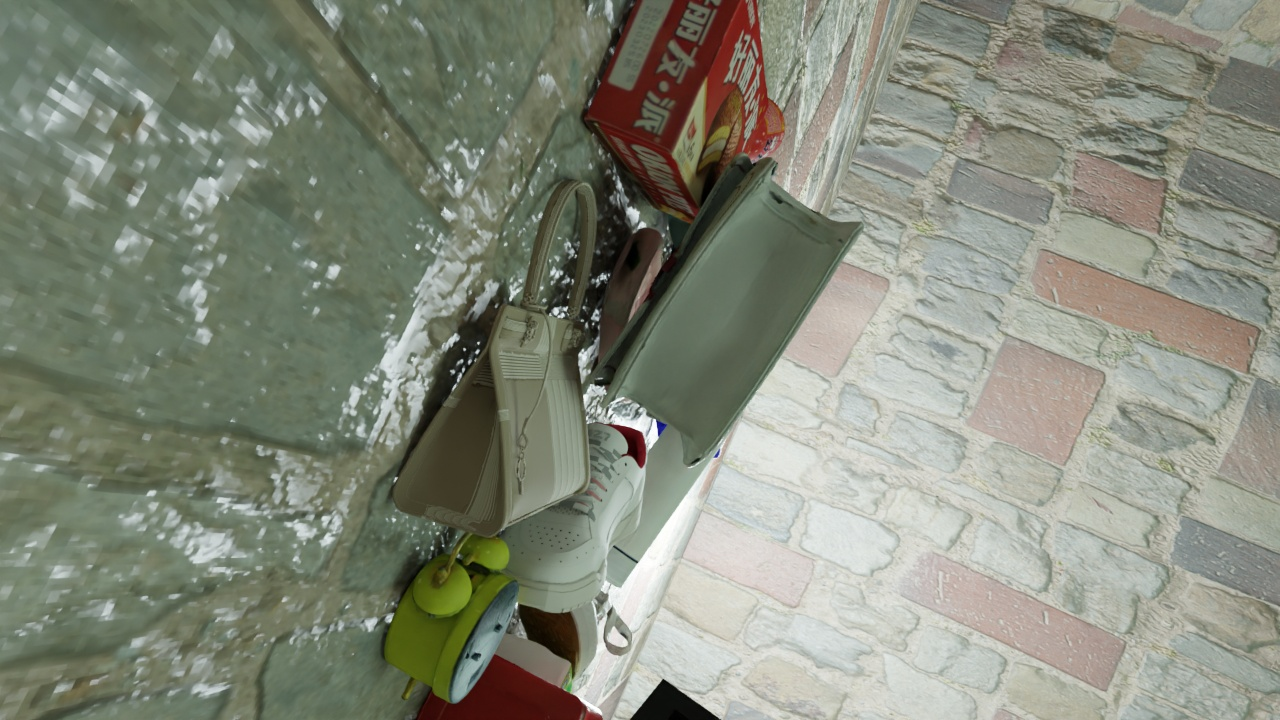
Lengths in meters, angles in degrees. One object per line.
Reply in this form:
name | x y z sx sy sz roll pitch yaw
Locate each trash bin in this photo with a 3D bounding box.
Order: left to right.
trash bin | 0.015 0.391 0.732 0.139 0.140 0.172 -25 142 -62

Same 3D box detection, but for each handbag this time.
handbag | -0.060 -0.010 0.548 0.175 0.062 0.198 4 100 -79
handbag | 0.053 -0.040 0.639 0.198 0.096 0.142 -57 -175 8

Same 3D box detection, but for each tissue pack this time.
tissue pack | -0.089 0.350 0.853 0.198 0.141 0.120 92 23 -61

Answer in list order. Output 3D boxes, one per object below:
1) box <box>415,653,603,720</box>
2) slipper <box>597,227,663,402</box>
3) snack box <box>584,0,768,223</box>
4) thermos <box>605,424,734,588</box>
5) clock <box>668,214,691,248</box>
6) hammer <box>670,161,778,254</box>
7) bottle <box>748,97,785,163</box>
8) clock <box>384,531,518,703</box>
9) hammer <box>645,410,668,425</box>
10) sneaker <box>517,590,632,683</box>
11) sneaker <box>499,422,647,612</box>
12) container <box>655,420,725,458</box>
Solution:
box | -0.116 0.308 0.687 0.127 0.137 0.157 98 17 -72
slipper | 0.005 -0.034 0.764 0.222 0.056 0.106 85 28 -67
snack box | 0.035 -0.168 0.622 0.236 0.060 0.113 17 96 -80
thermos | 0.017 0.148 1.049 0.230 0.068 0.068 -55 167 -7
clock | 0.064 -0.110 0.800 0.090 0.053 0.124 1 91 -57
hammer | 0.091 -0.149 1.017 0.318 0.032 0.130 -42 153 -65
bottle | 0.089 -0.204 0.812 0.137 0.062 0.062 -40 151 -65
clock | -0.113 0.154 0.570 0.083 0.057 0.119 -39 150 -66
hammer | 0.035 0.023 0.951 0.301 0.037 0.217 112 2 -62
sneaker | -0.064 0.258 0.904 0.087 0.118 0.242 -38 160 -28
sneaker | -0.048 0.104 0.725 0.236 0.090 0.104 -33 135 -69
container | 0.073 0.051 1.142 0.084 0.085 0.114 -97 -159 -55
